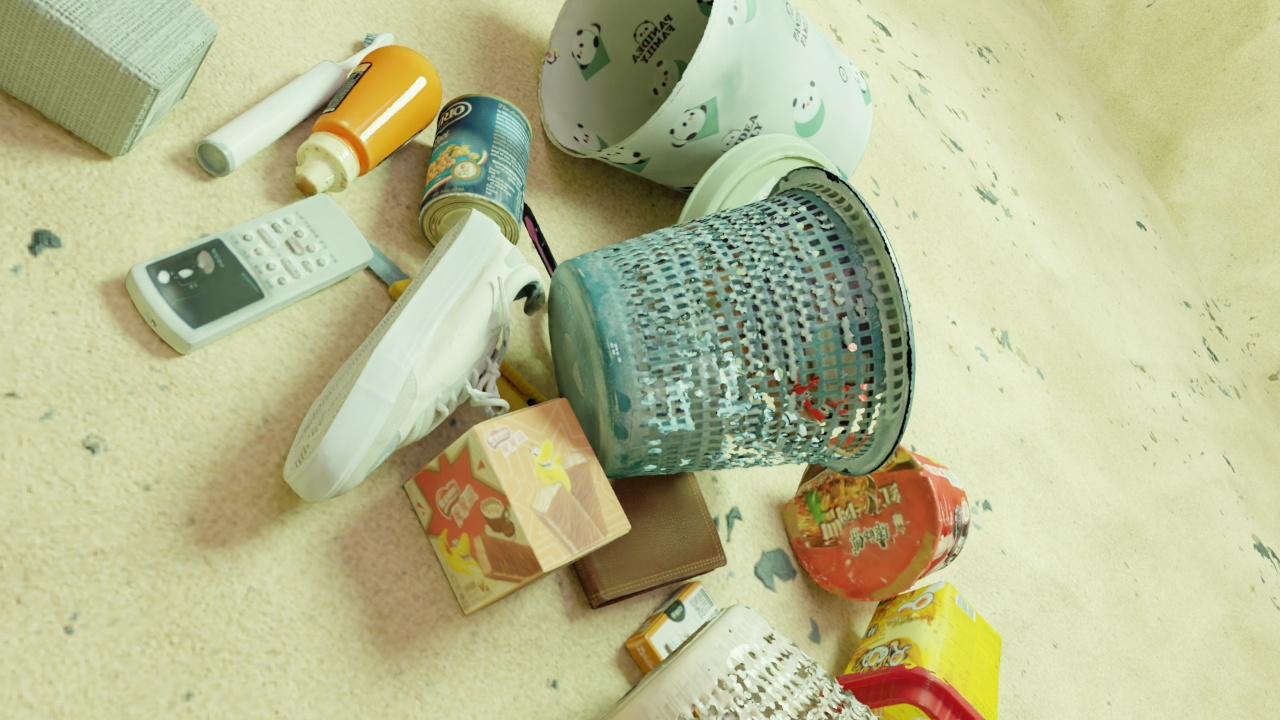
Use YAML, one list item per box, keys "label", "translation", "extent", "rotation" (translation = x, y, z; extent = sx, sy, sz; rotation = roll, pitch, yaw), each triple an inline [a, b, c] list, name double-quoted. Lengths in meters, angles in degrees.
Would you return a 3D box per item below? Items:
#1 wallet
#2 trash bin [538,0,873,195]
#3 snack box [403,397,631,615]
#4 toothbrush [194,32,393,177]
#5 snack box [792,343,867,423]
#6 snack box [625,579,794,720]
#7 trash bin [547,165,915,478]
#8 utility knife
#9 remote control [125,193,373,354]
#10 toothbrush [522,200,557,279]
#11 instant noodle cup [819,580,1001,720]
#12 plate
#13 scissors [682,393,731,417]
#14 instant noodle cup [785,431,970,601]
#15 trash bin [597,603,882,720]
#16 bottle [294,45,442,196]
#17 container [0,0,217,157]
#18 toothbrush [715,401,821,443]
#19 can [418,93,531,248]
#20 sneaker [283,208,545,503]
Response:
- label: "wallet"
  translation: [-0.004, 0.116, 0.662]
  extent: [0.124, 0.032, 0.101]
  rotation: [-8, 68, -36]
- label: "trash bin"
  translation: [0.072, -0.254, 0.865]
  extent: [0.251, 0.230, 0.229]
  rotation: [18, 51, -42]
- label: "snack box"
  translation: [-0.078, 0.090, 0.570]
  extent: [0.076, 0.093, 0.094]
  rotation: [-17, 76, -47]
- label: "toothbrush"
  translation: [-0.241, -0.196, 0.668]
  extent: [0.026, 0.027, 0.220]
  rotation: [13, 42, 13]
- label: "snack box"
  translation: [0.203, -0.031, 0.937]
  extent: [0.058, 0.057, 0.206]
  rotation: [45, 40, -22]
- label: "snack box"
  translation: [0.059, 0.238, 0.646]
  extent: [0.153, 0.026, 0.075]
  rotation: [55, 41, 2]
- label: "trash bin"
  translation: [0.045, -0.010, 0.642]
  extent: [0.195, 0.227, 0.226]
  rotation: [-11, 68, -16]
- label: "utility knife"
  translation: [-0.145, -0.030, 0.651]
  extent: [0.230, 0.015, 0.033]
  rotation: [44, 40, -9]
- label: "remote control"
  translation: [-0.238, -0.059, 0.573]
  extent: [0.058, 0.021, 0.149]
  rotation: [52, 44, -1]
- label: "toothbrush"
  translation: [-0.082, -0.101, 0.739]
  extent: [0.017, 0.014, 0.189]
  rotation: [7, 48, -50]
- label: "instant noodle cup"
  translation: [0.220, 0.249, 0.715]
  extent: [0.116, 0.116, 0.123]
  rotation: [45, 45, -9]
- label: "plate"
  translation: [0.117, -0.083, 0.813]
  extent: [0.229, 0.027, 0.230]
  rotation: [-15, 114, -37]
- label: "scissors"
  translation: [0.000, 0.006, 0.737]
  extent: [0.174, 0.019, 0.170]
  rotation: [-16, 81, -35]
- label: "instant noodle cup"
  translation: [0.212, 0.133, 0.785]
  extent: [0.108, 0.138, 0.137]
  rotation: [10, 56, -49]
- label: "trash bin"
  translation: [0.064, 0.257, 0.517]
  extent: [0.192, 0.228, 0.226]
  rotation: [48, 39, 14]
- label: "bottle"
  translation: [-0.201, -0.169, 0.664]
  extent: [0.067, 0.067, 0.149]
  rotation: [39, 50, -16]
- label: "container"
  translation: [-0.328, -0.194, 0.540]
  extent: [0.114, 0.090, 0.090]
  rotation: [37, 44, -22]
- label: "toothbrush"
  translation: [0.071, 0.039, 0.797]
  extent: [0.212, 0.026, 0.027]
  rotation: [19, 45, -28]
- label: "can"
  translation: [-0.124, -0.138, 0.698]
  extent: [0.075, 0.076, 0.111]
  rotation: [24, 49, -30]
- label: "sneaker"
  translation: [-0.130, 0.007, 0.582]
  extent: [0.090, 0.090, 0.241]
  rotation: [42, 44, -18]
